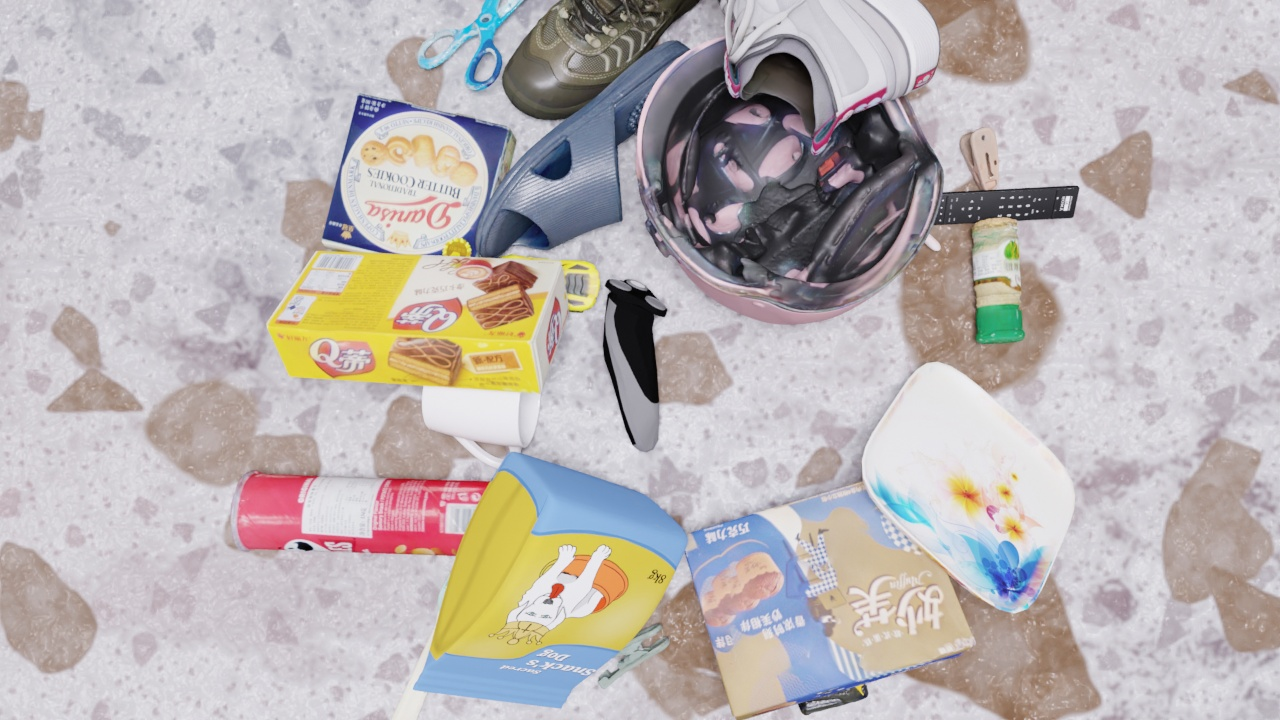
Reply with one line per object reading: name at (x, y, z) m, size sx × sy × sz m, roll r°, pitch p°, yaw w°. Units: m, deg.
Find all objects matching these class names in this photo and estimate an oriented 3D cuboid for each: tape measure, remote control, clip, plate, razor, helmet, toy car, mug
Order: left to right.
mug at (-0.141, 0.048, 0.825) m, size 0.088 × 0.080 × 0.114 m, roll 6°, pitch 118°, yaw 7°
toy car at (-0.090, -0.071, 0.845) m, size 0.107 × 0.030 × 0.049 m, roll 4°, pitch 89°, yaw 3°
clip at (-0.007, 0.272, 0.831) m, size 0.078 × 0.023 × 0.049 m, roll -18°, pitch 89°, yaw 3°
razor at (-0.005, 0.005, 0.829) m, size 0.060 × 0.057 × 0.156 m, roll 4°, pitch 96°, yaw 30°
helmet at (0.117, -0.147, 0.780) m, size 0.255 × 0.152 × 0.230 m, roll 43°, pitch 86°, yaw 12°
tape measure at (0.165, 0.275, 0.818) m, size 0.065 × 0.037 × 0.064 m, roll -16°, pitch 88°, yaw -1°
plate at (0.280, 0.105, 0.787) m, size 0.187 × 0.016 × 0.186 m, roll 42°, pitch 54°, yaw 3°
clip at (0.312, -0.185, 0.844) m, size 0.024 × 0.039 × 0.060 m, roll -14°, pitch 110°, yaw 1°
remote control at (0.327, -0.141, 0.839) m, size 0.140 × 0.009 × 0.030 m, roll -3°, pitch 121°, yaw 1°

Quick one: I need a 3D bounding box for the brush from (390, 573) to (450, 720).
brush at (-0.196, 0.281, 0.843) m, size 0.033 × 0.012 × 0.217 m, roll 24°, pitch 90°, yaw 2°

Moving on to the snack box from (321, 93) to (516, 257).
snack box at (-0.202, -0.158, 0.845) m, size 0.144 × 0.042 × 0.145 m, roll 13°, pitch 87°, yaw 1°

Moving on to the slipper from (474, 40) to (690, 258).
slipper at (-0.033, -0.171, 0.809) m, size 0.263 × 0.101 × 0.082 m, roll -44°, pitch 78°, yaw -5°

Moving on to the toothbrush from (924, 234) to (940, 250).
toothbrush at (0.207, -0.161, 0.847) m, size 0.181 × 0.015 × 0.018 m, roll 43°, pitch 96°, yaw 3°

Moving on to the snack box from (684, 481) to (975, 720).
snack box at (0.154, 0.200, 0.782) m, size 0.203 × 0.069 × 0.155 m, roll -17°, pitch 66°, yaw 1°

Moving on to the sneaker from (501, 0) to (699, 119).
sneaker at (-0.024, -0.310, 0.797) m, size 0.238 × 0.143 × 0.101 m, roll -44°, pitch 87°, yaw 0°

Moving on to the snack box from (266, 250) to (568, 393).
snack box at (-0.186, -0.035, 0.789) m, size 0.230 × 0.062 × 0.109 m, roll 3°, pitch 43°, yaw 9°

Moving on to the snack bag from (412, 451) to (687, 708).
snack bag at (-0.079, 0.198, 0.769) m, size 0.159 × 0.102 × 0.205 m, roll 24°, pitch 97°, yaw -37°

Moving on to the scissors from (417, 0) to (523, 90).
scissors at (-0.138, -0.304, 0.851) m, size 0.140 × 0.013 × 0.114 m, roll -40°, pitch 63°, yaw -3°

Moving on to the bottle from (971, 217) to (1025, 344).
bottle at (0.322, -0.071, 0.827) m, size 0.043 × 0.043 × 0.111 m, roll -2°, pitch 86°, yaw 2°

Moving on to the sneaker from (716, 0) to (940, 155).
sneaker at (0.090, -0.267, 0.699) m, size 0.128 × 0.097 × 0.263 m, roll -42°, pitch 76°, yaw -12°

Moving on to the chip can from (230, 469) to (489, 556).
chip can at (-0.235, 0.138, 0.820) m, size 0.233 × 0.073 × 0.073 m, roll 2°, pitch 87°, yaw 1°
